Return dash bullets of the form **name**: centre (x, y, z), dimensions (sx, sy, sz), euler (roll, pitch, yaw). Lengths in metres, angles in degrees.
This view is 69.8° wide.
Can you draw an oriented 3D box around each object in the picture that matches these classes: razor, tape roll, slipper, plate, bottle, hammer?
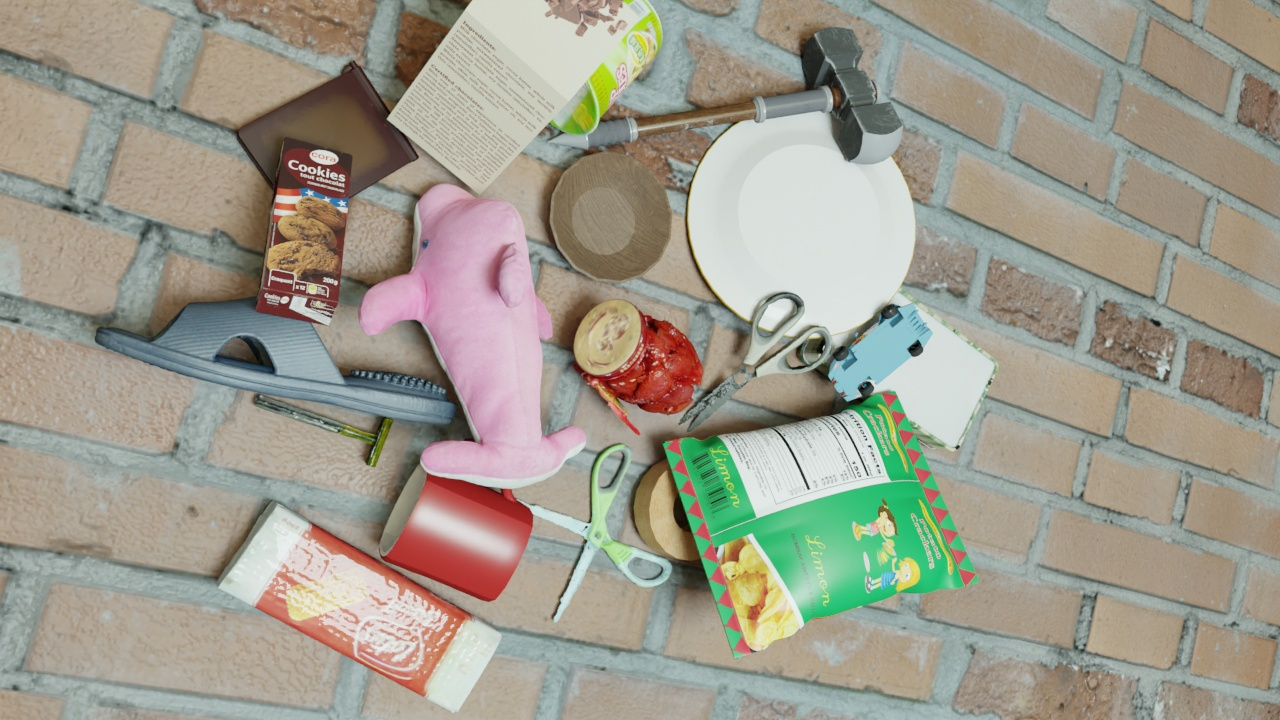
- **razor**: centre (-0.258, 0.050, 0.743), dimensions (0.106, 0.026, 0.042), euler (22, 84, -17)
- **tape roll**: centre (0.041, 0.137, 0.855), dimensions (0.093, 0.027, 0.094), euler (2, 86, -31)
- **slipper**: centre (-0.262, -0.010, 0.699), dimensions (0.263, 0.101, 0.082), euler (15, 86, -25)
- **plate**: centre (0.159, -0.136, 0.880), dimensions (0.229, 0.021, 0.229), euler (1, 84, -8)
- **bottle**: centre (-0.005, 0.005, 0.809), dimensions (0.111, 0.099, 0.099), euler (32, 77, -49)
- **hammer**: centre (0.074, -0.228, 0.852), dimensions (0.322, 0.043, 0.156), euler (-12, 65, -13)

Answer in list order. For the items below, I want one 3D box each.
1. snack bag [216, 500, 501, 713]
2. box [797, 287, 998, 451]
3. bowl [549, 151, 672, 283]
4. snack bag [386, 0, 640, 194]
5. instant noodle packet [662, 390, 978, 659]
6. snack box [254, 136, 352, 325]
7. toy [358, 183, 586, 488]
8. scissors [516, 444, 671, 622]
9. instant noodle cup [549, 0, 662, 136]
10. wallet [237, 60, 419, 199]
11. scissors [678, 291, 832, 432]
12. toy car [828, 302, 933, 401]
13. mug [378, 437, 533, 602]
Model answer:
- **snack bag**: centre (-0.223, 0.205, 0.749), dimensions (0.225, 0.041, 0.077), euler (36, 75, -17)
- **box**: centre (0.265, 0.000, 0.944), dimensions (0.205, 0.050, 0.117), euler (30, 83, -19)
- **bowl**: centre (-0.030, -0.127, 0.829), dimensions (0.117, 0.030, 0.118), euler (0, 91, -22)
- **snack bag**: centre (-0.097, -0.229, 0.700), dimensions (0.094, 0.207, 0.069), euler (38, 49, -19)
- **instant noodle packet**: centre (0.165, 0.139, 0.834), dimensions (0.252, 0.090, 0.195), euler (-11, 68, -20)
- **snack box**: centre (-0.249, -0.098, 0.683), dimensions (0.051, 0.032, 0.140), euler (11, 55, -26)
- **toy**: centre (-0.115, -0.035, 0.718), dimensions (0.186, 0.128, 0.265), euler (-2, 70, -44)
- **scissors**: centre (-0.040, 0.159, 0.837), dimensions (0.172, 0.021, 0.171), euler (27, 83, -26)
- **instant noodle cup**: centre (-0.040, -0.265, 0.794), dimensions (0.107, 0.099, 0.099), euler (-46, 107, -24)
- **wallet**: centre (-0.253, -0.176, 0.746), dimensions (0.115, 0.018, 0.091), euler (-38, 105, -21)
- **scissors**: centre (0.112, 0.015, 0.869), dimensions (0.132, 0.012, 0.169), euler (17, 99, -7)
- **toy car**: centre (0.226, -0.010, 0.887), dimensions (0.108, 0.027, 0.060), euler (-40, 113, 2)
- **mug**: centre (-0.144, 0.126, 0.756), dimensions (0.096, 0.080, 0.116), euler (28, 87, -20)
